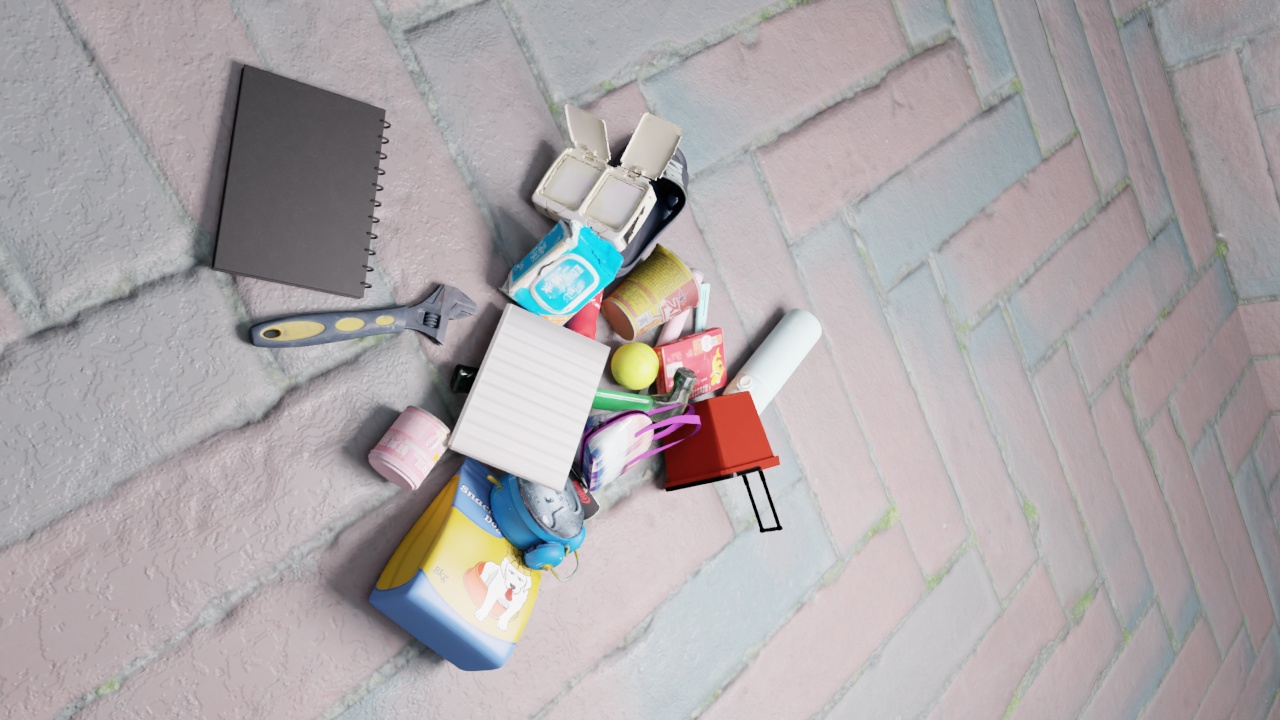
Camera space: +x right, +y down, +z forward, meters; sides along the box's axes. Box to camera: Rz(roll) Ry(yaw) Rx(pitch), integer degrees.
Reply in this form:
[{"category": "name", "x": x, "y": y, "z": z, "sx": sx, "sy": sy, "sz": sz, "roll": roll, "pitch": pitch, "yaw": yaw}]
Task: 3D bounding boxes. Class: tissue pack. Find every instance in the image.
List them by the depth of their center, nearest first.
[{"category": "tissue pack", "x": -0.100, "y": -0.109, "z": 1.161, "sx": 0.093, "sy": 0.145, "sz": 0.061, "roll": 39, "pitch": 20, "yaw": -27}]

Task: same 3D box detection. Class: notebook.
[{"category": "notebook", "x": -0.373, "y": -0.195, "z": 1.028, "sx": 0.169, "sy": 0.019, "sz": 0.231, "roll": 11, "pitch": 77, "yaw": -34}, {"category": "notebook", "x": -0.130, "y": 0.041, "z": 1.112, "sx": 0.142, "sy": 0.009, "sz": 0.209, "roll": 24, "pitch": 57, "yaw": -10}]

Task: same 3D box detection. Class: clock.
[{"category": "clock", "x": -0.118, "y": 0.191, "z": 1.111, "sx": 0.161, "sy": 0.060, "sz": 0.116, "roll": 60, "pitch": 22, "yaw": 4}]

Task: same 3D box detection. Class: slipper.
[{"category": "slipper", "x": 0.007, "y": -0.227, "z": 1.261, "sx": 0.110, "sy": 0.084, "sz": 0.267, "roll": 44, "pitch": 52, "yaw": -22}]

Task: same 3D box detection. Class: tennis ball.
[{"category": "tennis ball", "x": -0.007, "y": 0.007, "z": 1.251, "sx": 0.065, "sy": 0.065, "sz": 0.065, "roll": 4, "pitch": 83, "yaw": -36}]

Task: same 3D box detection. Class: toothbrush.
[{"category": "toothbrush", "x": 0.041, "y": -0.035, "z": 1.316, "sx": 0.026, "sy": 0.027, "sz": 0.222, "roll": 49, "pitch": 58, "yaw": -50}]

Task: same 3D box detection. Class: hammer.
[{"category": "hammer", "x": -0.087, "y": 0.046, "z": 1.184, "sx": 0.318, "sy": 0.032, "sz": 0.130, "roll": 10, "pitch": 120, "yaw": -27}]

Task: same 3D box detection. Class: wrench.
[{"category": "wrench", "x": -0.310, "y": -0.045, "z": 1.062, "sx": 0.272, "sy": 0.022, "sz": 0.073, "roll": -9, "pitch": 91, "yaw": -37}]

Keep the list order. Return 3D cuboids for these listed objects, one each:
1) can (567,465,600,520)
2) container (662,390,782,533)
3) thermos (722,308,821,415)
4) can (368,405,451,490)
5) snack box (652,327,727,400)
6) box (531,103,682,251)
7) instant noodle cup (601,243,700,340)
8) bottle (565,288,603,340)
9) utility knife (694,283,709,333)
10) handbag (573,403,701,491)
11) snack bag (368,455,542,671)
[{"category": "can", "x": -0.086, "y": 0.169, "z": 1.199, "sx": 0.031, "sy": 0.032, "sz": 0.080, "roll": -44, "pitch": 111, "yaw": -31}, {"category": "container", "x": 0.115, "y": 0.154, "z": 1.278, "sx": 0.126, "sy": 0.148, "sz": 0.200, "roll": -9, "pitch": 82, "yaw": -40}, {"category": "thermos", "x": 0.200, "y": 0.007, "z": 1.403, "sx": 0.206, "sy": 0.065, "sz": 0.078, "roll": -47, "pitch": 152, "yaw": -30}, {"category": "can", "x": -0.264, "y": 0.101, "z": 1.054, "sx": 0.067, "sy": 0.067, "sz": 0.076, "roll": 46, "pitch": 61, "yaw": -24}, {"category": "snack box", "x": 0.073, "y": 0.009, "z": 1.318, "sx": 0.132, "sy": 0.021, "sz": 0.089, "roll": -19, "pitch": 109, "yaw": -43}, {"category": "box", "x": -0.050, "y": -0.249, "z": 1.169, "sx": 0.186, "sy": 0.145, "sz": 0.101, "roll": -65, "pitch": 163, "yaw": 2}, {"category": "instant noodle cup", "x": 0.010, "y": -0.083, "z": 1.262, "sx": 0.112, "sy": 0.100, "sz": 0.100, "roll": -40, "pitch": 109, "yaw": -24}, {"category": "bottle", "x": -0.072, "y": -0.089, "z": 1.228, "sx": 0.042, "sy": 0.042, "sz": 0.141, "roll": 17, "pitch": 75, "yaw": -34}, {"category": "utility knife", "x": 0.087, "y": -0.038, "z": 1.359, "sx": 0.022, "sy": 0.015, "sz": 0.158, "roll": 11, "pitch": 82, "yaw": -42}, {"category": "handbag", "x": -0.001, "y": 0.100, "z": 1.195, "sx": 0.169, "sy": 0.145, "sz": 0.068, "roll": -18, "pitch": 57, "yaw": -19}, {"category": "snack bag", "x": -0.195, "y": 0.235, "z": 1.081, "sx": 0.159, "sy": 0.103, "sz": 0.204, "roll": 46, "pitch": 47, "yaw": -24}]
